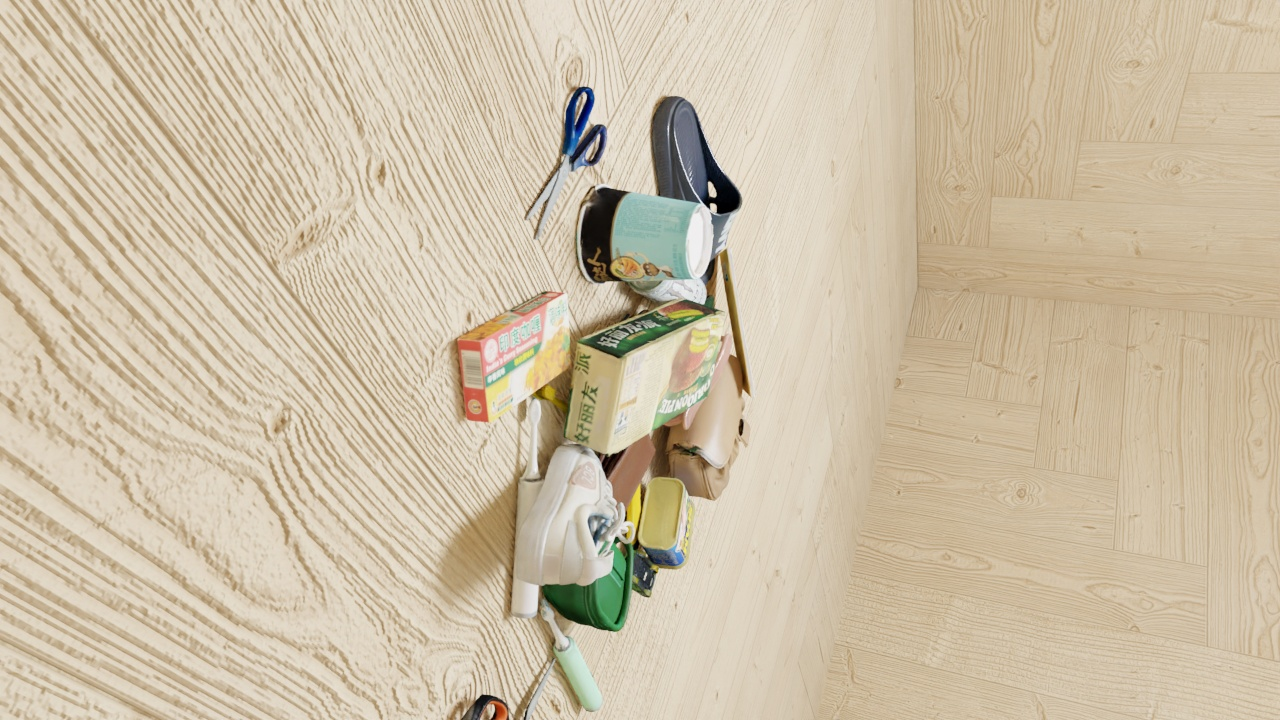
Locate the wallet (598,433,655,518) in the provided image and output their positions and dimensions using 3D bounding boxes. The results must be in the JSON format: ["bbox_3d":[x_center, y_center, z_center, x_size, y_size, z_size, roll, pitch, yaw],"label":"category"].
[{"bbox_3d":[-0.023,0.130,1.079,0.124,0.032,0.101,-60,154,-23],"label":"wallet"}]

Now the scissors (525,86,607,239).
[{"bbox_3d":[-0.074,-0.199,0.898,0.170,0.012,0.140,-43,138,-55],"label":"scissors"}]

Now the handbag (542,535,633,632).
[{"bbox_3d":[-0.049,0.232,1.021,0.131,0.068,0.120,63,41,-54],"label":"handbag"}]

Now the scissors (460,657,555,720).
[{"bbox_3d":[-0.141,0.391,0.925,0.221,0.022,0.233,78,29,-48],"label":"scissors"}]

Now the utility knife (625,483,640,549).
[{"bbox_3d":[-0.010,0.172,1.163,0.033,0.015,0.154,-39,132,-68],"label":"utility knife"}]

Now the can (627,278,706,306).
[{"bbox_3d":[0.032,-0.095,1.120,0.146,0.058,0.058,23,76,-67],"label":"can"}]

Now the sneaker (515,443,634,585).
[{"bbox_3d":[-0.050,0.146,0.901,0.241,0.091,0.089,-67,162,-74],"label":"sneaker"}]

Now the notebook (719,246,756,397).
[{"bbox_3d":[0.136,-0.055,1.309,0.146,0.010,0.206,-76,156,-86],"label":"notebook"}]

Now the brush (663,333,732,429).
[{"bbox_3d":[0.064,0.021,1.196,0.145,0.073,0.063,-64,147,-17],"label":"brush"}]

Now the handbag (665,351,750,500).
[{"bbox_3d":[0.097,0.087,1.275,0.148,0.100,0.204,65,33,-57],"label":"handbag"}]

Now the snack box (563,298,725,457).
[{"bbox_3d":[0.010,0.011,1.017,0.239,0.063,0.115,-27,132,-57],"label":"snack box"}]

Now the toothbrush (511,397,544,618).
[{"bbox_3d":[-0.110,0.146,0.906,0.026,0.026,0.221,-152,-115,-70],"label":"toothbrush"}]

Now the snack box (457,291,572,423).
[{"bbox_3d":[-0.112,-0.007,0.849,0.155,0.027,0.077,-39,131,-58],"label":"snack box"}]

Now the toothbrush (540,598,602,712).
[{"bbox_3d":[-0.080,0.338,1.039,0.027,0.026,0.225,-116,-173,-46],"label":"toothbrush"}]

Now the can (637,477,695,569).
[{"bbox_3d":[0.034,0.213,1.203,0.083,0.057,0.102,68,29,-60],"label":"can"}]

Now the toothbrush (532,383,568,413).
[{"bbox_3d":[-0.069,0.056,0.985,0.190,0.017,0.015,43,60,-63],"label":"toothbrush"}]

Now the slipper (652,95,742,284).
[{"bbox_3d":[0.078,-0.204,1.167,0.110,0.083,0.268,-57,145,-42],"label":"slipper"}]

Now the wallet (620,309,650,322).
[{"bbox_3d":[-0.007,0.006,1.098,0.090,0.033,0.115,-48,141,-49],"label":"wallet"}]

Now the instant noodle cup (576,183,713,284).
[{"bbox_3d":[0.009,-0.130,0.974,0.111,0.121,0.111,8,90,-67],"label":"instant noodle cup"}]

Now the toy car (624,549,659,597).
[{"bbox_3d":[-0.004,0.274,1.182,0.091,0.036,0.043,64,41,-54],"label":"toy car"}]

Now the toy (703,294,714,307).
[{"bbox_3d":[0.069,-0.058,1.259,0.092,0.030,0.096,34,74,-60],"label":"toy"}]
